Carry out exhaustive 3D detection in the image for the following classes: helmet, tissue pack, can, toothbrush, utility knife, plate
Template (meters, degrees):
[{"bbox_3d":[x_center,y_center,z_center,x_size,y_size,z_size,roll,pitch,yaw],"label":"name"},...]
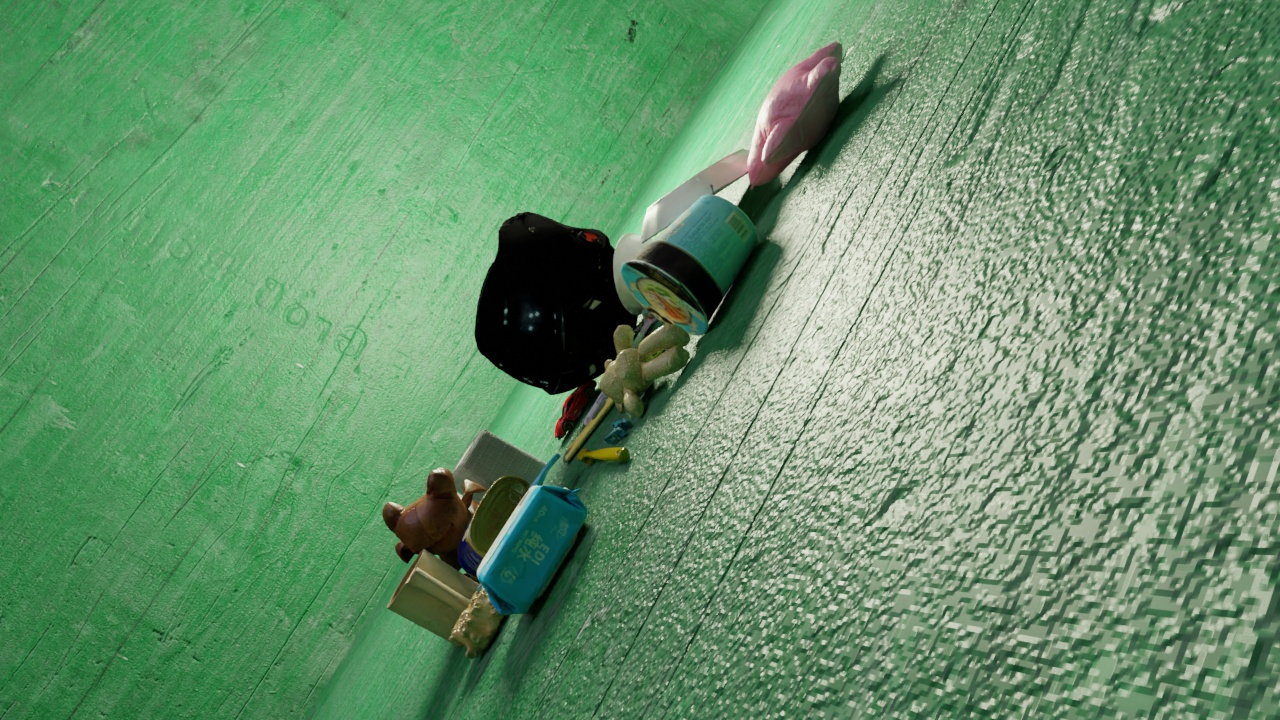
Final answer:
[{"bbox_3d":[-0.112,-0.075,1.349,0.273,0.230,0.234,-25,-36,-36],"label":"helmet"},{"bbox_3d":[-0.108,0.186,0.921,0.140,0.063,0.090,-57,7,-14],"label":"tissue pack"},{"bbox_3d":[-0.185,0.216,1.196,0.049,0.074,0.147,-55,8,35],"label":"can"},{"bbox_3d":[-0.027,0.009,1.257,0.189,0.029,0.021,-60,-31,-12],"label":"toothbrush"},{"bbox_3d":[-0.041,0.105,1.006,0.015,0.016,0.190,-58,10,-14],"label":"toothbrush"},{"bbox_3d":[-0.047,0.066,1.197,0.207,0.021,0.030,-47,18,25],"label":"utility knife"},{"bbox_3d":[0.080,-0.219,1.164,0.162,0.034,0.265,-31,7,25],"label":"plate"}]

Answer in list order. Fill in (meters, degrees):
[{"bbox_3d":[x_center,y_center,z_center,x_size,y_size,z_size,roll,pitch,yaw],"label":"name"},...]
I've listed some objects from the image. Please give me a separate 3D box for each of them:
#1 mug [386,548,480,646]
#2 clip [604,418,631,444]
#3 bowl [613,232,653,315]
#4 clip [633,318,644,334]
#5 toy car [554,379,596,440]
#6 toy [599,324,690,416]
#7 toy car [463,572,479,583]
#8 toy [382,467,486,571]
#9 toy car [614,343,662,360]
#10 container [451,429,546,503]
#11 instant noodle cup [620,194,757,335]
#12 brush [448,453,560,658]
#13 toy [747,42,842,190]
[{"bbox_3d":[-0.245,0.294,1.138,0.084,0.103,0.125,-61,10,-24],"label":"mug"},{"bbox_3d":[-0.024,0.077,1.019,0.040,0.014,0.056,-61,11,-23],"label":"clip"},{"bbox_3d":[0.018,-0.125,1.294,0.065,0.118,0.118,-4,40,28],"label":"bowl"},{"bbox_3d":[0.002,-0.047,1.298,0.057,0.033,0.025,-56,10,-15],"label":"clip"},{"bbox_3d":[-0.102,0.073,1.398,0.106,0.031,0.049,-60,8,-7],"label":"toy car"},{"bbox_3d":[0.004,0.007,0.996,0.158,0.066,0.105,-35,65,57],"label":"toy"},{"bbox_3d":[-0.257,0.319,1.309,0.091,0.042,0.035,-34,63,61],"label":"toy car"},{"bbox_3d":[-0.264,0.228,1.273,0.140,0.199,0.130,-35,53,7],"label":"toy"},{"bbox_3d":[-0.007,0.007,1.119,0.105,0.032,0.048,-32,23,43],"label":"toy car"},{"bbox_3d":[-0.219,0.173,1.387,0.090,0.114,0.090,-47,13,50],"label":"container"},{"bbox_3d":[0.058,-0.106,0.962,0.120,0.111,0.111,-51,7,-18],"label":"instant noodle cup"},{"bbox_3d":[-0.149,0.218,1.052,0.254,0.046,0.083,-68,9,-27],"label":"brush"},{"bbox_3d":[0.169,-0.270,1.025,0.179,0.074,0.194,-56,5,26],"label":"toy"}]
